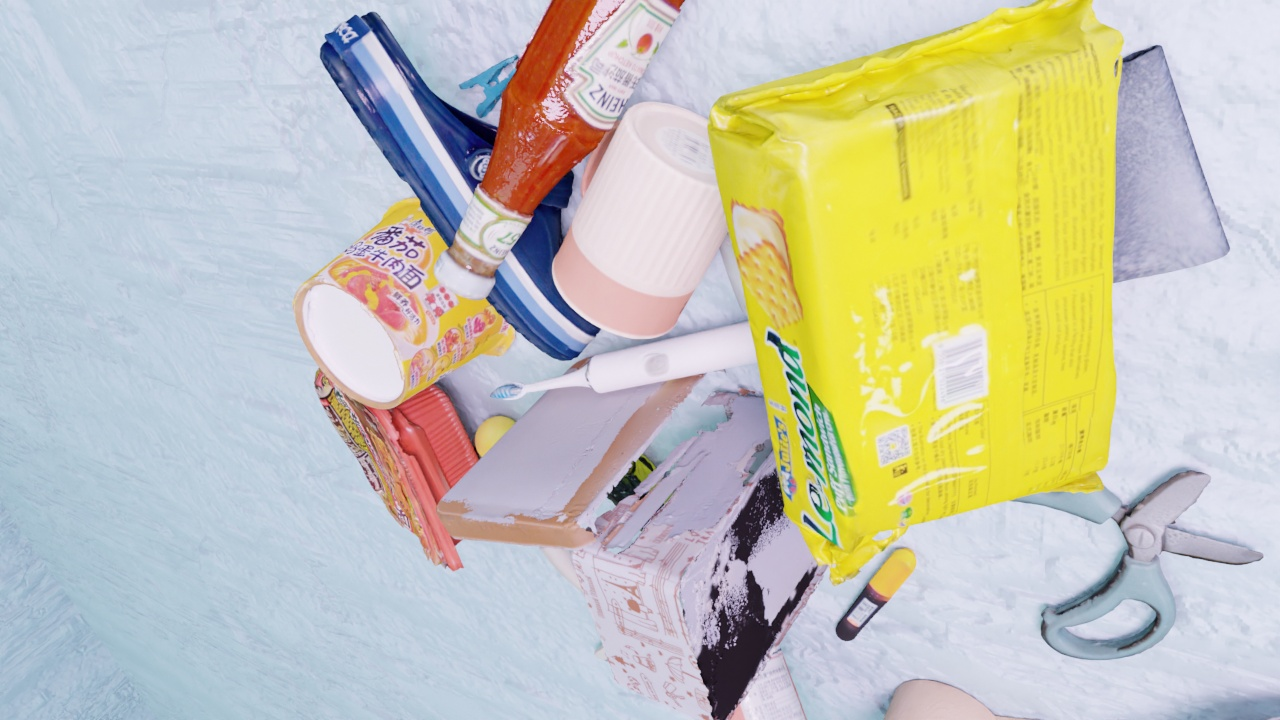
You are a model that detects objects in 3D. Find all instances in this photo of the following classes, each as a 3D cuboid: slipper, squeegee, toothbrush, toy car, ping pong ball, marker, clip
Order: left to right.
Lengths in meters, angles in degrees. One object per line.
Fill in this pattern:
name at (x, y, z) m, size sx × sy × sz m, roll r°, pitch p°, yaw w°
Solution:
slipper at (-0.094, -0.110, 0.576) m, size 0.253 × 0.095 × 0.105 m, roll 55°, pitch 178°, yaw -38°
clip at (-0.092, -0.174, 0.577) m, size 0.057 × 0.015 × 0.049 m, roll -21°, pitch 105°, yaw 47°
ping pong ball at (-0.119, 0.067, 0.770) m, size 0.040 × 0.040 × 0.040 m, roll 22°, pitch 133°, yaw 24°
squeegee at (-0.070, 0.163, 0.810) m, size 0.246 × 0.039 × 0.247 m, roll 45°, pitch 138°, yaw 1°
toothbrush at (-0.004, 0.003, 0.593) m, size 0.221 × 0.026 × 0.026 m, roll -12°, pitch 86°, yaw 26°
toy car at (-0.001, 0.098, 0.709) m, size 0.105 × 0.032 × 0.048 m, roll 45°, pitch 140°, yaw -18°
marker at (0.164, 0.167, 0.645) m, size 0.018 × 0.015 × 0.124 m, roll 33°, pitch 140°, yaw 15°

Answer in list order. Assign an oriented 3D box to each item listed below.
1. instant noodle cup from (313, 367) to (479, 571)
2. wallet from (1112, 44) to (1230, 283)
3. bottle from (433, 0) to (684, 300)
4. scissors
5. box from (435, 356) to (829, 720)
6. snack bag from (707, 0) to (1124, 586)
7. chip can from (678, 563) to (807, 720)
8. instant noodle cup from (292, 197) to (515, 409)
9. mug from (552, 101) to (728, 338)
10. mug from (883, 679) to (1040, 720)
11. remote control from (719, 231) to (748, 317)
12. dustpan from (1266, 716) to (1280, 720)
instant noodle cup at (-0.198, 0.078, 0.791) m, size 0.189 × 0.079 × 0.165 m, roll 25°, pitch 139°, yaw 52°
wallet at (0.191, -0.078, 0.425) m, size 0.121 × 0.019 × 0.097 m, roll -14°, pitch 111°, yaw 46°
bottle at (-0.050, -0.123, 0.486) m, size 0.060 × 0.059 × 0.206 m, roll 37°, pitch 109°, yaw 10°
scissors at (0.240, 0.100, 0.527) m, size 0.179 × 0.019 × 0.171 m, roll 30°, pitch 138°, yaw 18°
box at (-0.002, 0.101, 0.600) m, size 0.194 × 0.182 × 0.157 m, roll 7°, pitch 126°, yaw 37°
snack bag at (0.127, -0.022, 0.393) m, size 0.068 × 0.158 × 0.247 m, roll -117°, pitch 10°, yaw -63°
chip can at (0.083, 0.252, 0.661) m, size 0.071 × 0.071 × 0.214 m, roll -41°, pitch 63°, yaw 49°
instant noodle cup at (-0.179, -0.037, 0.684) m, size 0.138 × 0.109 × 0.138 m, roll 20°, pitch 133°, yaw 24°
mug at (0.001, -0.089, 0.523) m, size 0.106 × 0.081 × 0.114 m, roll -59°, pitch 43°, yaw 38°
mug at (0.216, 0.291, 0.635) m, size 0.125 × 0.103 × 0.084 m, roll -13°, pitch 113°, yaw 45°
remote control at (0.076, -0.032, 0.490) m, size 0.135 × 0.019 × 0.056 m, roll -124°, pitch 10°, yaw -64°
dustpan at (0.347, 0.325, 0.485) m, size 0.222 × 0.272 × 0.139 m, roll 32°, pitch 162°, yaw 11°
